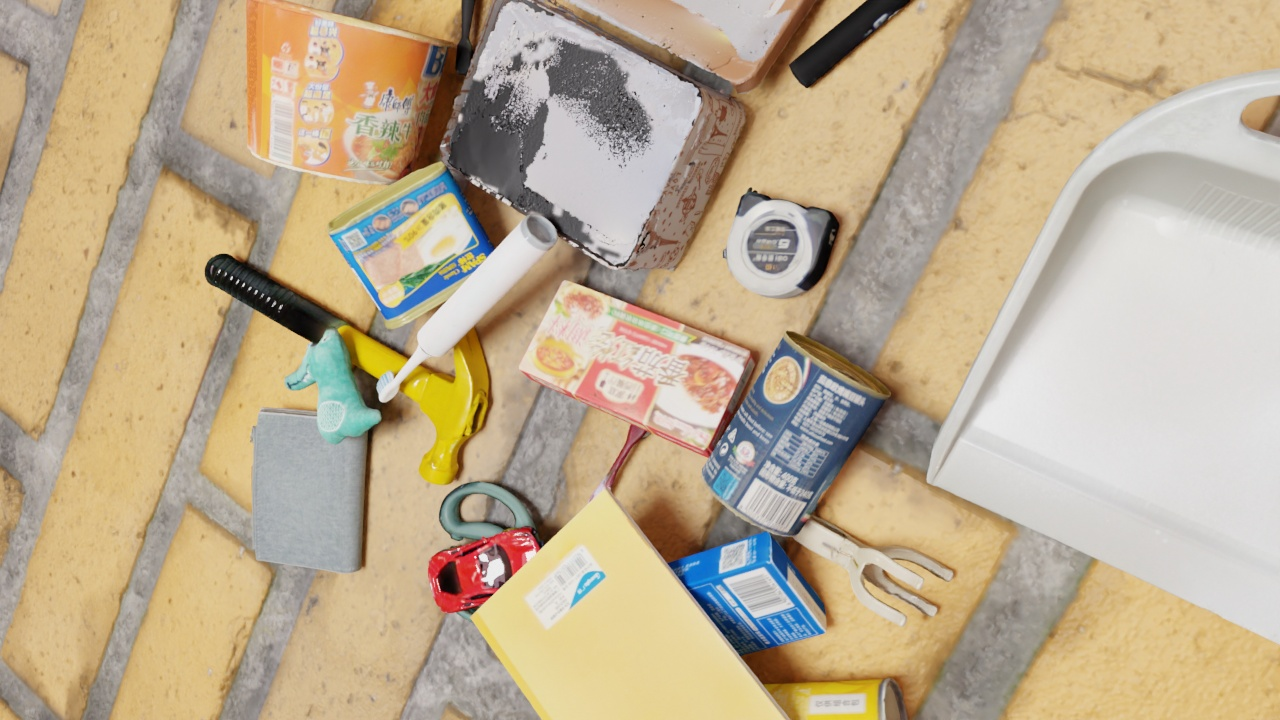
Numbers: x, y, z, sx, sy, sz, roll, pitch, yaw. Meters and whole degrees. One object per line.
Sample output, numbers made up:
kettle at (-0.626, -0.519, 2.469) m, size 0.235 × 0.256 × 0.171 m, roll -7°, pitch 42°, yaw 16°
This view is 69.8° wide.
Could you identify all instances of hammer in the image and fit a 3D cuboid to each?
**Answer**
hammer at (-0.248, -0.019, 0.757) m, size 0.301 × 0.032 × 0.129 m, roll 26°, pitch 101°, yaw 21°

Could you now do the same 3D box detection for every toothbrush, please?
toothbrush at (-0.127, -0.325, 0.699) m, size 0.026 × 0.027 × 0.212 m, roll 5°, pitch 95°, yaw 9°
toothbrush at (-0.033, 0.110, 0.675) m, size 0.016 × 0.017 × 0.188 m, roll 37°, pitch 108°, yaw 27°
toothbrush at (-0.133, -0.028, 0.652) m, size 0.222 × 0.026 × 0.026 m, roll -39°, pitch 63°, yaw 36°

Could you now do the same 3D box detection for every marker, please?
marker at (0.150, -0.224, 0.580) m, size 0.132 × 0.020 × 0.022 m, roll -38°, pitch 87°, yaw 20°

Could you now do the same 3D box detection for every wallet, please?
wallet at (-0.280, 0.107, 0.773) m, size 0.107 × 0.037 × 0.130 m, roll 5°, pitch 95°, yaw 14°

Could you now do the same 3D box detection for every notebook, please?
notebook at (-0.006, 0.205, 0.586) m, size 0.146 × 0.010 × 0.206 m, roll -45°, pitch 75°, yaw 19°

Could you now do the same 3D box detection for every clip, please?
clip at (0.141, 0.129, 0.570) m, size 0.101 × 0.096 × 0.035 m, roll 24°, pitch 101°, yaw 11°

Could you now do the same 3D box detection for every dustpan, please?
dustpan at (0.289, 0.000, 0.459) m, size 0.223 × 0.142 × 0.258 m, roll 25°, pitch 100°, yaw 22°

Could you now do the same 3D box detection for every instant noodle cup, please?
instant noodle cup at (-0.224, -0.200, 0.686) m, size 0.151 × 0.151 × 0.111 m, roll 20°, pitch 107°, yaw 22°

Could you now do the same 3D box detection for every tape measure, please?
tape measure at (0.090, -0.074, 0.604) m, size 0.066 × 0.033 × 0.066 m, roll 22°, pitch 98°, yaw 24°

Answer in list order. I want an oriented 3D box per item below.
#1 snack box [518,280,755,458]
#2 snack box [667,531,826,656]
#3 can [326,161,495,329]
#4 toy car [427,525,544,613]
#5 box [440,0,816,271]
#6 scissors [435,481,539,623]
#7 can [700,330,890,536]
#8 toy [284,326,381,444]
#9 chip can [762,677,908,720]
snack box at (-0.004, 0.004, 0.639) m, size 0.153 × 0.025 × 0.075 m, roll 23°, pitch 79°, yaw 22°
snack box at (0.035, 0.169, 0.612) m, size 0.157 × 0.026 × 0.084 m, roll -23°, pitch 124°, yaw 23°
can at (-0.164, -0.086, 0.671) m, size 0.102 × 0.057 × 0.083 m, roll -31°, pitch 115°, yaw -7°
toy car at (-0.113, 0.154, 0.673) m, size 0.106 × 0.031 × 0.049 m, roll -21°, pitch 80°, yaw 28°
box at (-0.002, -0.212, 0.615) m, size 0.178 × 0.102 × 0.261 m, roll 34°, pitch 109°, yaw 20°
scissors at (-0.097, 0.175, 0.691) m, size 0.185 × 0.019 × 0.129 m, roll 34°, pitch 107°, yaw 29°
can at (0.096, 0.047, 0.581) m, size 0.075 × 0.075 × 0.111 m, roll 35°, pitch 105°, yaw 20°
toy at (-0.245, 0.022, 0.725) m, size 0.097 × 0.030 × 0.092 m, roll -22°, pitch 78°, yaw 31°
chip can at (0.063, 0.249, 0.604) m, size 0.214 × 0.072 × 0.072 m, roll -12°, pitch 86°, yaw 24°
